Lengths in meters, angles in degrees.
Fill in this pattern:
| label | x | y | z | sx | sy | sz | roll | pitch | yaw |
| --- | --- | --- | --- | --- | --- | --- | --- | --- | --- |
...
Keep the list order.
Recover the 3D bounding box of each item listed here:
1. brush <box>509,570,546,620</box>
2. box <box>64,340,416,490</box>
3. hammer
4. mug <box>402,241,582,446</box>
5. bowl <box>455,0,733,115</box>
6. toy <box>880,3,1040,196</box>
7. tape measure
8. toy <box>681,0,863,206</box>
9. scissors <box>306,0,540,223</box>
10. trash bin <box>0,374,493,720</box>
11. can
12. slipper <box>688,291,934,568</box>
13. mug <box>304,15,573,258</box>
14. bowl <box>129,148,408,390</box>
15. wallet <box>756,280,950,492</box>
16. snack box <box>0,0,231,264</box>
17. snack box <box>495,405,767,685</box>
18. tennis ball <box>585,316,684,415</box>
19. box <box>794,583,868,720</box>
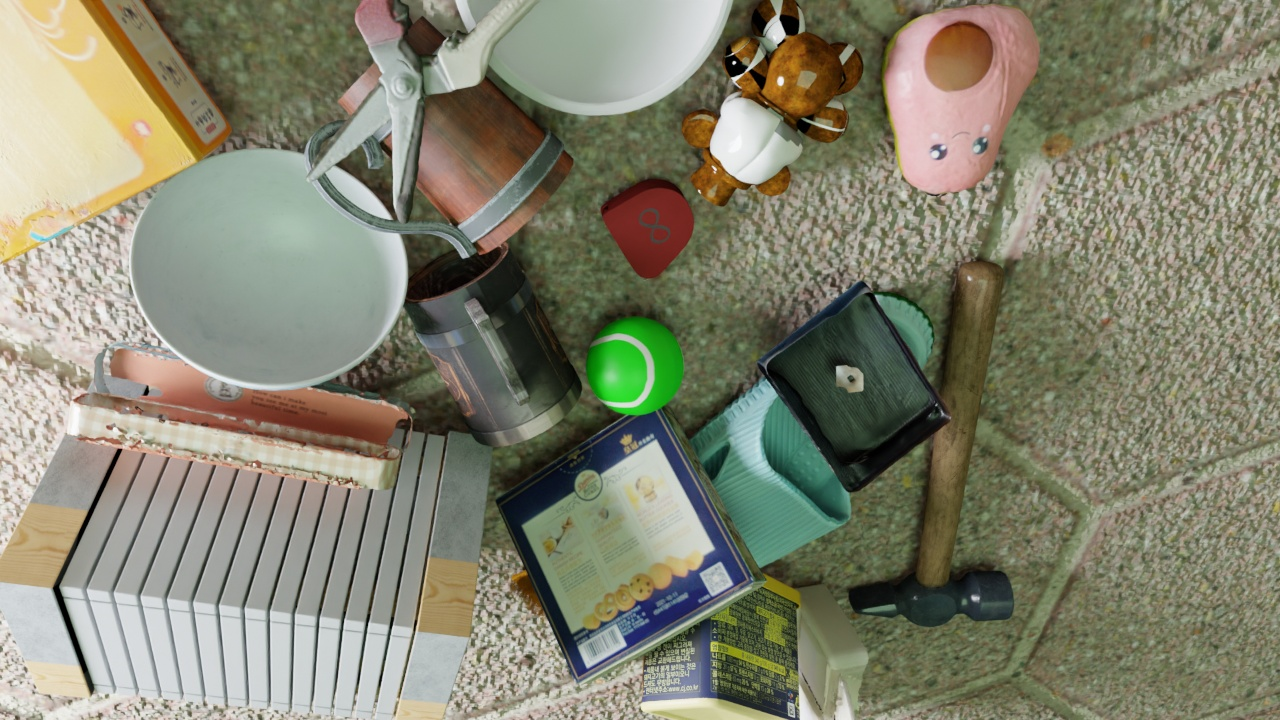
| label | x | y | z | sx | sy | sz | roll | pitch | yaw |
| --- | --- | --- | --- | --- | --- | --- | --- | --- | --- |
| brush | -0.039 | 0.166 | 0.710 | 0.127 | 0.017 | 0.048 | -25 | 120 | 22 |
| box | -0.230 | 0.034 | 0.540 | 0.187 | 0.057 | 0.067 | 11 | 79 | -11 |
| hammer | 0.234 | 0.076 | 0.695 | 0.129 | 0.040 | 0.322 | -2 | 119 | 0 |
| mug | -0.088 | -0.006 | 0.567 | 0.080 | 0.116 | 0.107 | -29 | 119 | -9 |
| bowl | -0.025 | -0.212 | 0.495 | 0.149 | 0.043 | 0.150 | -1 | 118 | -3 |
| toy | 0.188 | -0.153 | 0.547 | 0.090 | 0.051 | 0.110 | -8 | 121 | 0 |
| tape measure | 0.009 | -0.086 | 0.586 | 0.051 | 0.019 | 0.059 | -28 | 126 | 8 |
| toy | 0.074 | -0.144 | 0.538 | 0.087 | 0.067 | 0.113 | 29 | 122 | -21 |
| scissors | -0.097 | -0.174 | 0.457 | 0.179 | 0.015 | 0.199 | -15 | 106 | -6 |
| trash bin | -0.235 | 0.128 | 0.589 | 0.246 | 0.142 | 0.143 | 11 | 136 | -12 |
| can | 0.062 | 0.215 | 0.686 | 0.075 | 0.104 | 0.135 | -18 | 144 | 33 |
| slipper | 0.105 | 0.068 | 0.658 | 0.116 | 0.069 | 0.277 | 34 | 110 | -19 |
| mug | -0.115 | -0.113 | 0.511 | 0.111 | 0.082 | 0.117 | 45 | 71 | -22 |
| bowl | -0.215 | -0.043 | 0.541 | 0.144 | 0.143 | 0.074 | 18 | 156 | -16 |
| wallet | 0.141 | 0.018 | 0.605 | 0.089 | 0.026 | 0.115 | -36 | 107 | -1 |
| snack box | -0.334 | -0.165 | 0.467 | 0.145 | 0.080 | 0.195 | -24 | 119 | 8 |
| snack box | -0.010 | 0.125 | 0.639 | 0.144 | 0.145 | 0.042 | -33 | 158 | 12 |
| tennis ball | -0.004 | 0.004 | 0.608 | 0.065 | 0.065 | 0.065 | -3 | 120 | -5 |
| box | 0.140 | 0.283 | 0.714 | 0.080 | 0.180 | 0.144 | -6 | 114 | -11 |
